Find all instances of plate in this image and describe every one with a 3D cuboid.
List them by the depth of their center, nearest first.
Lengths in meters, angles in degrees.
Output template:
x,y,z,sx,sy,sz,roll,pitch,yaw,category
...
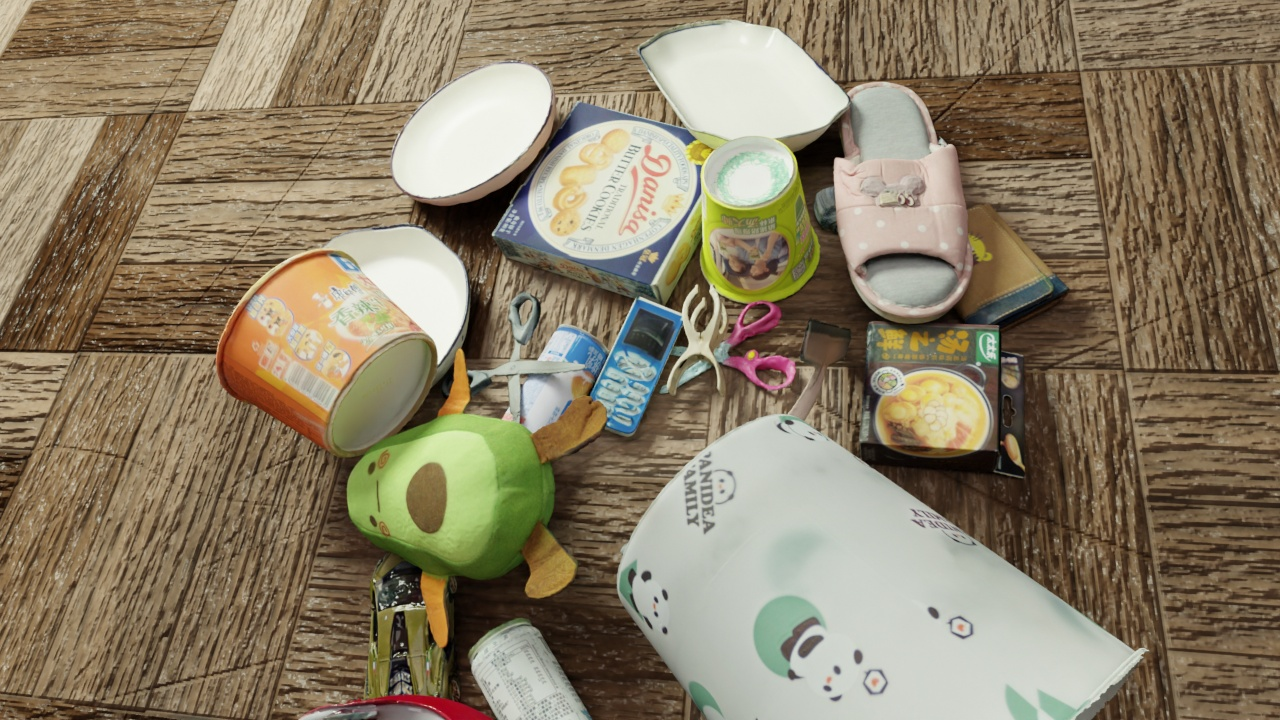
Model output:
x,y,z,sx,sy,sz,roll,pitch,yaw,category
-0.255,-0.036,0.875,0.205,0.046,0.204,-5,60,8,plate
0.095,-0.267,0.900,0.162,0.034,0.265,-13,43,-11,plate
-0.169,-0.230,0.954,0.193,0.039,0.192,-14,53,18,plate

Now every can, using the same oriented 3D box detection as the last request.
x,y,z,sx,sy,sz,roll,pitch,yaw,category
-0.068,0.262,0.663,0.058,0.058,0.146,-35,60,-9,can
-0.081,0.037,0.793,0.053,0.053,0.134,20,67,21,can

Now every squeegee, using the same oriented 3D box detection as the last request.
x,y,z,sx,sy,sz,roll,pitch,yaw,category
0.076,0.075,0.706,0.040,0.247,0.250,45,104,13,squeegee

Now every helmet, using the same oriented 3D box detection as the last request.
x,y,z,sx,sy,sz,roll,pitch,yaw,category
-0.129,0.321,0.589,0.240,0.144,0.207,18,88,20,helmet

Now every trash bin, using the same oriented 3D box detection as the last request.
x,y,z,sx,sy,sz,roll,pitch,yaw,category
0.131,0.180,0.583,0.229,0.230,0.252,-41,56,-12,trash bin

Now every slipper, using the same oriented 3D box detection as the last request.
x,y,z,sx,sy,sz,roll,pitch,yaw,category
0.225,-0.153,0.800,0.114,0.054,0.273,1,57,3,slipper

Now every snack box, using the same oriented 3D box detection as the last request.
x,y,z,sx,sy,sz,roll,pitch,yaw,category
0.244,0.029,0.738,0.126,0.053,0.113,2,62,18,snack box
-0.022,-0.157,0.895,0.183,0.046,0.177,19,67,21,snack box

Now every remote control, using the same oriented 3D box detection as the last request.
x,y,z,sx,sy,sz,roll,pitch,yaw,category
-0.005,0.005,0.805,0.049,0.024,0.124,23,73,5,remote control

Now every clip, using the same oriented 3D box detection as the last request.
x,y,z,sx,sy,sz,roll,pitch,yaw,category
0.053,-0.016,0.797,0.070,0.034,0.099,-1,67,19,clip

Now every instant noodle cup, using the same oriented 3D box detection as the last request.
x,y,z,sx,sy,sz,roll,pitch,yaw,category
-0.246,0.001,0.749,0.111,0.151,0.151,34,72,17,instant noodle cup
0.101,-0.129,0.808,0.112,0.123,0.111,-5,60,9,instant noodle cup

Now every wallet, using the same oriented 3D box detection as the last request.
x,y,z,sx,sy,sz,roll,pitch,yaw,category
0.299,-0.080,0.796,0.090,0.033,0.115,-26,56,-2,wallet

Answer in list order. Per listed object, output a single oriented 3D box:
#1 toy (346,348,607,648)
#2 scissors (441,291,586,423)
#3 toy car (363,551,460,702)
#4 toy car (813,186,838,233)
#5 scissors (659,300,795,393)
x,y,z,sx,sy,sz,roll,pitch,yaw,category
-0.137,0.102,0.701,0.247,0.090,0.226,-7,71,36,toy
-0.108,0.004,0.799,0.179,0.014,0.159,-4,55,39,scissors
-0.182,0.215,0.724,0.070,0.042,0.158,-12,57,4,toy car
0.207,-0.149,0.851,0.090,0.034,0.042,-10,56,4,toy car
0.075,-0.012,0.813,0.133,0.017,0.118,7,66,19,scissors
